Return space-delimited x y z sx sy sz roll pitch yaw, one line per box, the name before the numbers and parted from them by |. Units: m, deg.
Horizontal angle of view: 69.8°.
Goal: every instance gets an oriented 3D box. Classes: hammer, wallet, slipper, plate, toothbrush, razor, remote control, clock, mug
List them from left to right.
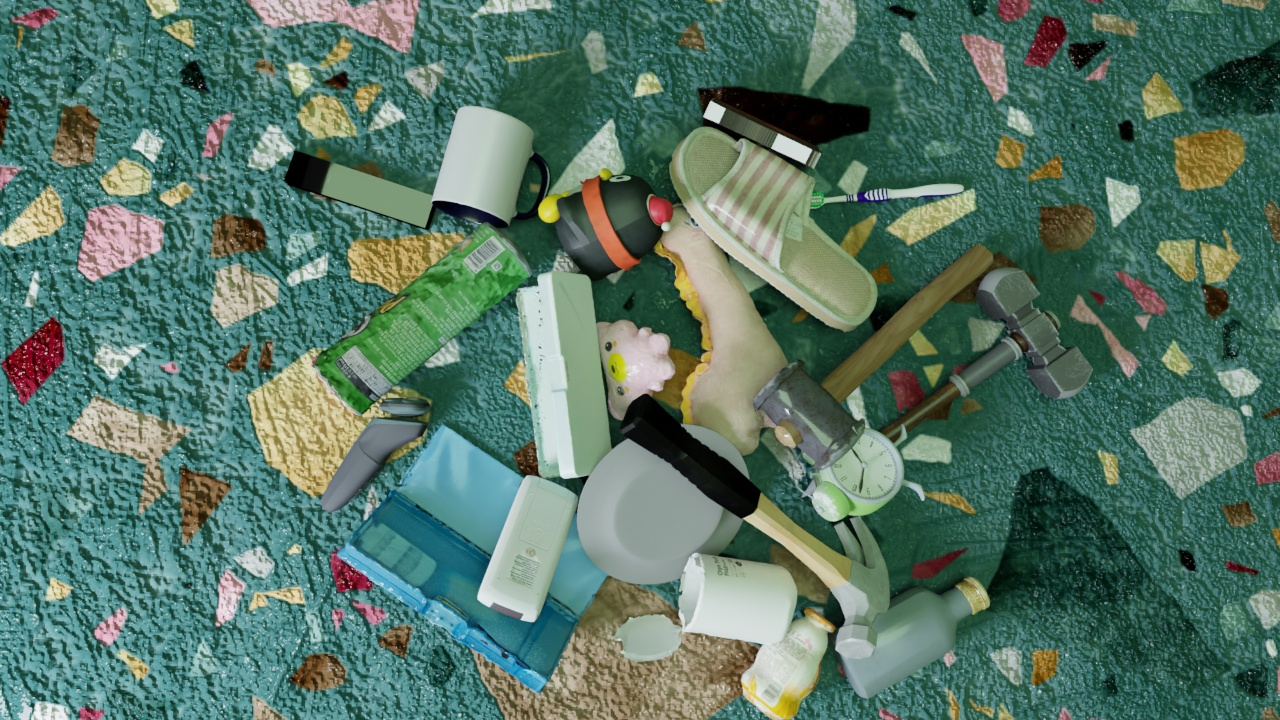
remote control | -0.283 -0.173 0.932 0.150 0.013 0.034 18 85 -4
razor | -0.262 0.092 0.903 0.052 0.047 0.143 38 88 0
mug | -0.142 -0.186 0.919 0.111 0.079 0.097 18 84 -31
remote control | -0.105 0.177 0.879 0.060 0.026 0.138 25 56 -9
plate | 0.026 0.145 0.893 0.178 0.012 0.179 -7 114 -16
hammer | 0.114 0.144 0.865 0.328 0.039 0.130 39 44 -18
wallet | 0.126 -0.234 0.941 0.123 0.072 0.019 25 108 -1
slipper | 0.144 -0.137 0.924 0.263 0.052 0.114 41 61 -8
clock | 0.206 0.109 0.895 0.119 0.043 0.094 -1 62 -12
toothbrush | 0.255 -0.175 0.974 0.186 0.016 0.015 -6 86 -5
hammer | 0.248 -0.023 0.911 0.327 0.052 0.098 -39 77 -24
hammer | 0.300 0.048 0.953 0.322 0.043 0.156 -35 89 -4

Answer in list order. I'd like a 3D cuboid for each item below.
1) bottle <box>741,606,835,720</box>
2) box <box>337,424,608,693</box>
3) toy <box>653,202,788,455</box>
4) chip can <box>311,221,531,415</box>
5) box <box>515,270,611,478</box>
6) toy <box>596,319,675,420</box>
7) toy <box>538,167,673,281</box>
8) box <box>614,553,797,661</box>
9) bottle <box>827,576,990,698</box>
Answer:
bottle | 0.149 0.299 0.909 0.063 0.063 0.108 36 85 -1
box | -0.152 0.194 0.902 0.232 0.066 0.172 35 56 -1
toy | 0.063 -0.027 0.925 0.196 0.065 0.264 -30 87 -11
chip can | -0.211 -0.044 0.900 0.223 0.075 0.075 -40 90 -7
box | -0.085 0.018 0.909 0.096 0.085 0.198 -9 85 35
toy | -0.005 0.005 0.914 0.050 0.093 0.102 -14 91 -48
toy | -0.024 -0.139 0.903 0.119 0.097 0.100 -23 98 17
box | 0.063 0.246 0.897 0.160 0.084 0.119 13 112 -11
bottle | 0.276 0.272 0.930 0.161 0.046 0.072 -27 89 -6
